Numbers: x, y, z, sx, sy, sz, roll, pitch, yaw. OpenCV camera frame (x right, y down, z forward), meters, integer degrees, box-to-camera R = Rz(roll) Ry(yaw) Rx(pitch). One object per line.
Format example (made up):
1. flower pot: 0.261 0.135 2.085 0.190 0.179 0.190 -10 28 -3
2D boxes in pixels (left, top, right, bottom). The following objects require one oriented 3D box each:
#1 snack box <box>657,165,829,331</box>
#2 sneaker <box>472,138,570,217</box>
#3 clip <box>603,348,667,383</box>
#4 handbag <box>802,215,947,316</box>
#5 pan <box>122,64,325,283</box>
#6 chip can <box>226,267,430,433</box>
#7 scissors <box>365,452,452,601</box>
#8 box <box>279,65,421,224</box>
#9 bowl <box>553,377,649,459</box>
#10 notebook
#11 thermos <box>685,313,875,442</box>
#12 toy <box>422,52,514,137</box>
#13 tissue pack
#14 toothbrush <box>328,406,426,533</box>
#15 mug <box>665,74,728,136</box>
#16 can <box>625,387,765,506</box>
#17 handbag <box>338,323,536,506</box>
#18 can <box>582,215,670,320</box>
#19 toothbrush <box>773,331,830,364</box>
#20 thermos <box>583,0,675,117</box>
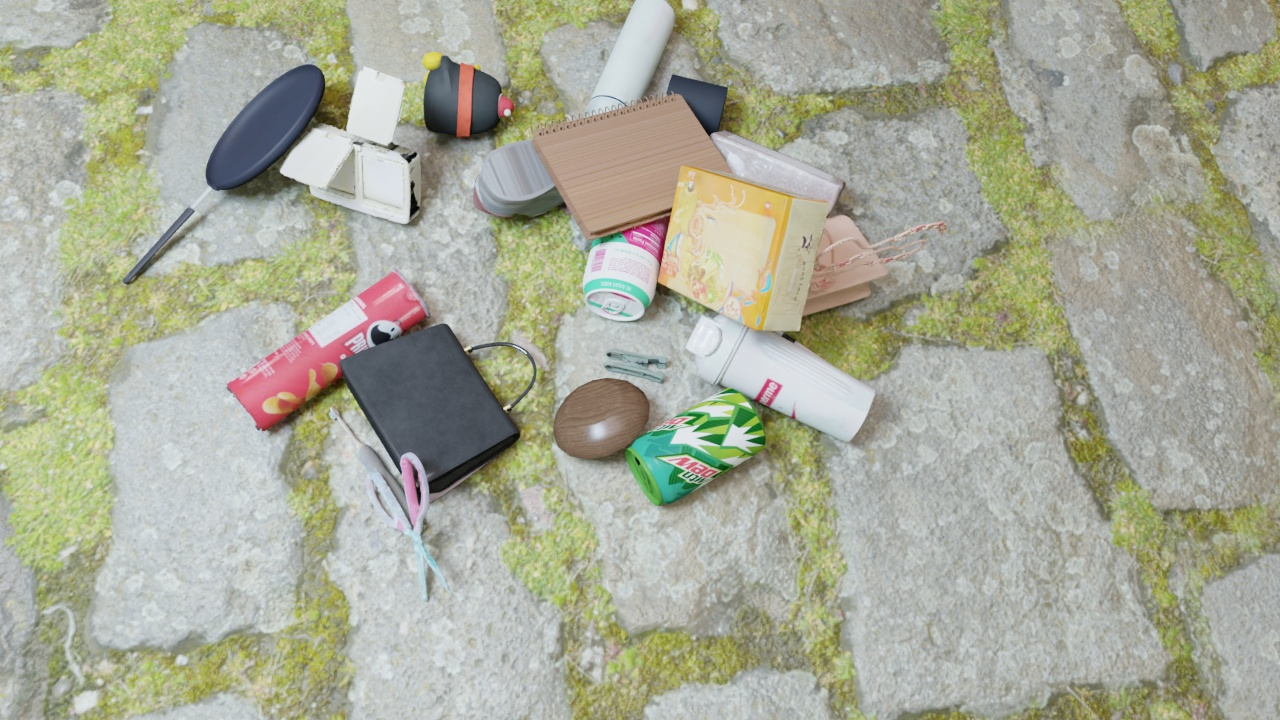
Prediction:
1. snack box: 0.115 -0.128 1.032 0.080 0.145 0.195 0 20 -34
2. sneaker: -0.115 -0.234 1.176 0.235 0.090 0.099 -17 88 -36
3. clip: -0.007 0.004 1.108 0.076 0.023 0.047 11 64 -1
4. handbag: 0.236 -0.151 1.098 0.198 0.188 0.116 -16 68 -24
5. pan: -0.517 -0.231 1.142 0.356 0.021 0.199 -51 42 -7
6. chip can: -0.360 -0.013 1.064 0.232 0.073 0.073 -38 74 -17
7. scissors: -0.252 0.176 0.985 0.014 0.159 0.172 -20 110 -43
8. box: -0.349 -0.249 1.089 0.143 0.195 0.100 16 39 8
9. bowl: -0.049 0.058 1.046 0.118 0.030 0.117 -13 41 12
10. notebook: -0.008 -0.245 1.119 0.210 0.022 0.169 -21 68 -22
11. thermos: 0.161 0.014 1.077 0.220 0.099 0.099 27 67 4
12. toy: -0.227 -0.342 1.208 0.119 0.098 0.099 3 83 -11
13. tissue pack: 0.169 -0.237 1.191 0.181 0.071 0.103 28 23 7
14. toothbrush: -0.301 0.120 1.037 0.185 0.024 0.022 49 32 16
15. mug: 0.068 -0.325 1.238 0.077 0.071 0.105 14 89 2
16. can: 0.062 0.098 1.037 0.144 0.083 0.083 -28 71 -15
17. handbag: -0.212 0.038 1.058 0.195 0.072 0.175 -30 71 -20
18. can: -0.016 -0.139 1.133 0.088 0.088 0.165 12 66 1
19. toothbrush: 0.190 -0.016 1.136 0.187 0.012 0.017 35 82 11
20. thermos: -0.015 -0.397 1.260 0.068 0.068 0.229 18 67 4
